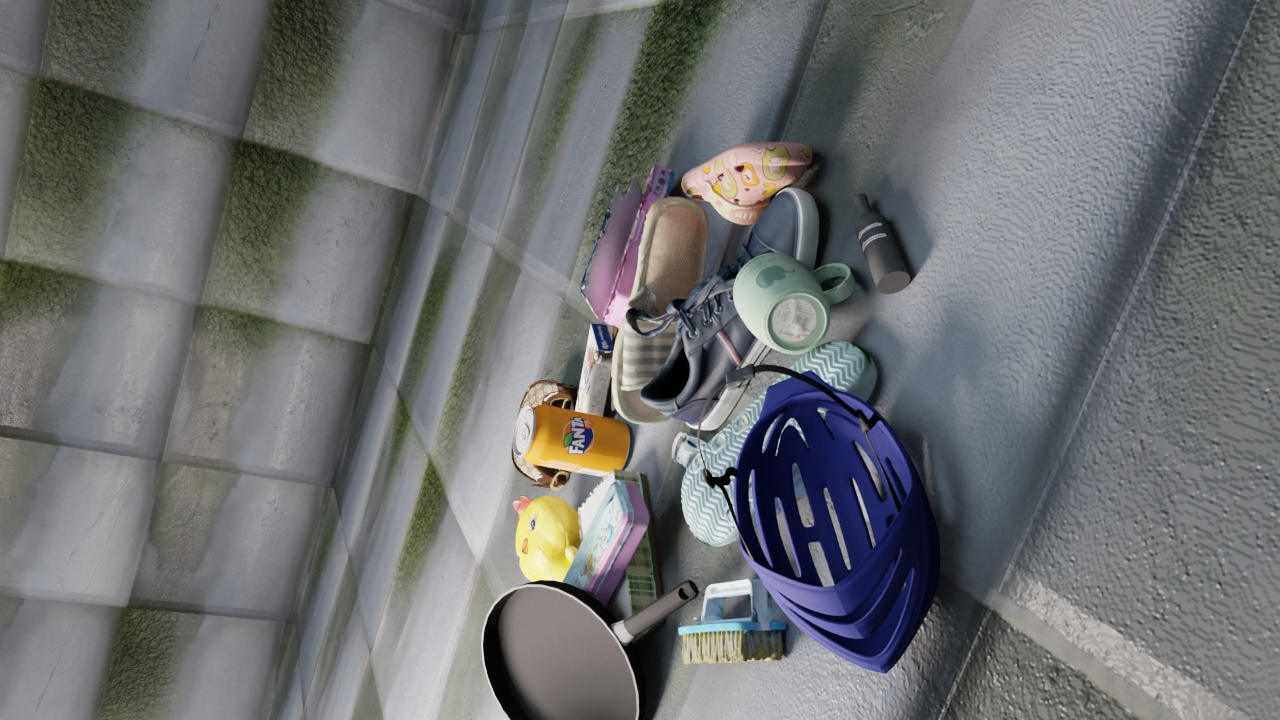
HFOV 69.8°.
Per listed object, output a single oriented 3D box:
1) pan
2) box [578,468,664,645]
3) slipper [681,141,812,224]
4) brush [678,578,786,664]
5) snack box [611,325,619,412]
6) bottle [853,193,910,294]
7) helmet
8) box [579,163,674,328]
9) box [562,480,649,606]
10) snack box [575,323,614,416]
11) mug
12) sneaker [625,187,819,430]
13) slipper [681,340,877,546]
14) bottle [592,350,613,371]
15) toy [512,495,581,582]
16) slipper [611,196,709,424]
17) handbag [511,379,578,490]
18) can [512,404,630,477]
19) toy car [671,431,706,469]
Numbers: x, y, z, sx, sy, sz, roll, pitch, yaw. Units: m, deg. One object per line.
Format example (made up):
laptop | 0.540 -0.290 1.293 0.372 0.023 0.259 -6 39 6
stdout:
pan | -0.050 0.328 1.041 0.357 0.034 0.225 -42 79 32
box | -0.027 0.245 1.129 0.118 0.050 0.205 -55 33 41
slipper | 0.119 -0.192 1.028 0.198 0.093 0.081 0 97 65
brush | 0.081 0.258 0.900 0.136 0.055 0.075 -31 56 55
snack box | -0.005 -0.013 1.224 0.087 0.034 0.151 -38 45 53
bottle | 0.216 -0.112 0.843 0.030 0.030 0.112 -51 36 41
helmet | 0.131 0.104 0.697 0.148 0.227 0.241 -24 54 20
box | -0.023 -0.159 1.213 0.085 0.077 0.229 122 166 -59
box | -0.051 0.239 1.082 0.215 0.036 0.076 -65 28 26
snack box | -0.064 0.033 1.281 0.082 0.026 0.150 -108 26 -60
mug | 0.152 -0.059 0.879 0.111 0.084 0.104 -27 19 4
sneaker | 0.079 -0.061 0.986 0.295 0.127 0.120 -62 31 22
slipper | 0.135 0.087 0.867 0.246 0.074 0.104 -49 35 16
bottle | -0.007 0.007 1.132 0.036 0.109 0.036 -38 45 51
toy | -0.110 0.264 1.242 0.207 0.092 0.134 60 141 42
slipper | 0.030 -0.057 1.080 0.054 0.114 0.273 20 100 62
handbag | -0.136 0.115 1.399 0.138 0.063 0.166 10 86 54
can | -0.089 0.106 1.210 0.079 0.142 0.079 -38 45 51
toy car | 0.058 0.107 1.051 0.090 0.027 0.039 28 104 63
